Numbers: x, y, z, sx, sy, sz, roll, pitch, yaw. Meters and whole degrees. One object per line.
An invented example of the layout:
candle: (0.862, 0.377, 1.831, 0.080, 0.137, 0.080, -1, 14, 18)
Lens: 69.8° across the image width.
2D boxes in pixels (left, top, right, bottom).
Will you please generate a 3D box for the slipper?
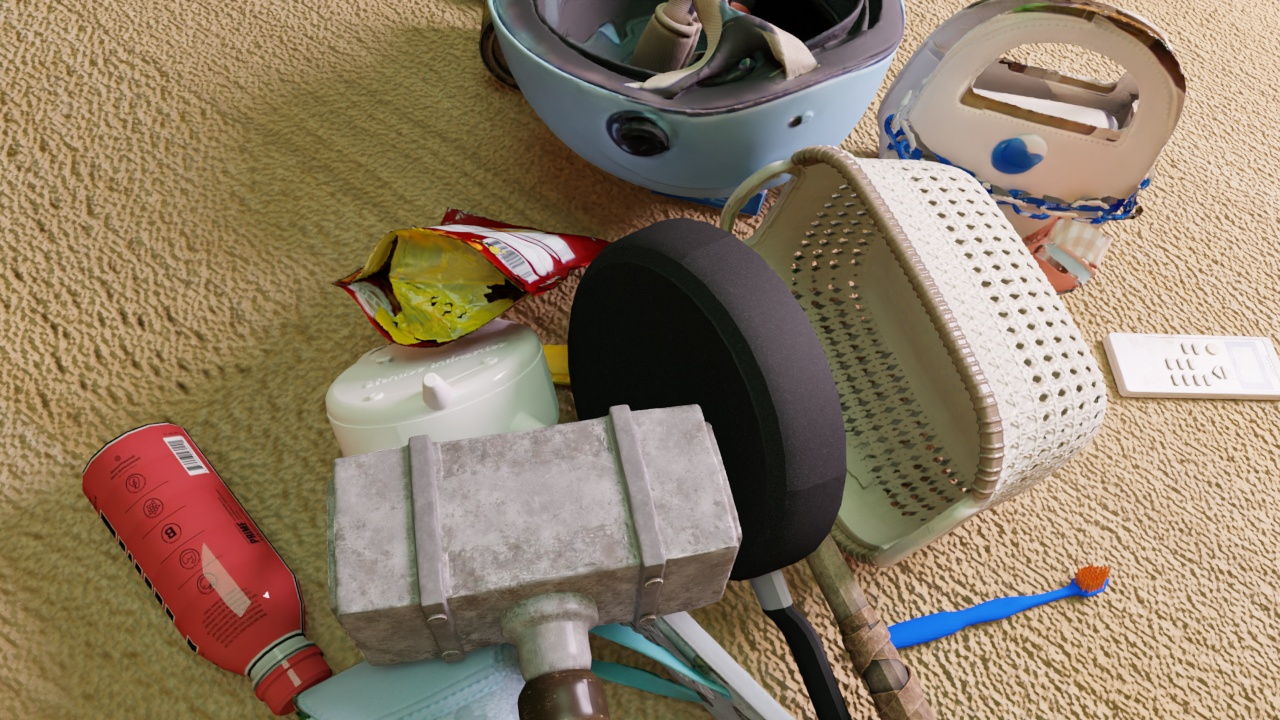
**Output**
slipper: (-0.006, 0.152, 0.498, 0.269, 0.098, 0.054, 39, 62, 12)

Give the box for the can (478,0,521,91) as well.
can: (-0.080, -0.268, 0.724, 0.090, 0.090, 0.074, 3, 61, -7)

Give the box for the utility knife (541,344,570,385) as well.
utility knife: (-0.004, 0.004, 0.628, 0.151, 0.017, 0.030, 0, 66, -7)

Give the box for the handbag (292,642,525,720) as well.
handbag: (-0.082, 0.222, 0.439, 0.121, 0.119, 0.192, -23, 59, -29)

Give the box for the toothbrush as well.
toothbrush: (0.217, 0.155, 0.574, 0.182, 0.018, 0.016, -10, 39, -14)

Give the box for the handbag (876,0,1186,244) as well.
handbag: (0.277, -0.166, 0.659, 0.200, 0.200, 0.092, 11, 64, 1)

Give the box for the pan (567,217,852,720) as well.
pan: (0.053, 0.096, 0.505, 0.044, 0.205, 0.355, -20, 87, -31)

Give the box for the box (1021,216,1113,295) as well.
box: (0.279, -0.072, 0.619, 0.056, 0.186, 0.059, -19, 88, 13)

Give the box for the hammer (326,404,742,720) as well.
hammer: (-0.026, 0.175, 0.362, 0.177, 0.080, 0.325, -8, 57, -9)

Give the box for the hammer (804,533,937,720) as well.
hammer: (0.108, 0.119, 0.523, 0.048, 0.122, 0.318, -19, 67, -18)

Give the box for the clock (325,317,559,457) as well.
clock: (-0.115, 0.017, 0.529, 0.125, 0.073, 0.161, -18, 21, -9)

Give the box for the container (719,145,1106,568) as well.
container: (0.160, -0.010, 0.570, 0.142, 0.185, 0.246, -10, 65, -25)

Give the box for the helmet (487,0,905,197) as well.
helmet: (0.030, -0.205, 0.620, 0.265, 0.167, 0.224, 9, 56, 0)

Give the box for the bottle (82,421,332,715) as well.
bottle: (-0.234, 0.116, 0.506, 0.062, 0.062, 0.176, -37, 72, -24)

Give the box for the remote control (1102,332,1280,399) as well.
remote control: (0.419, 0.004, 0.691, 0.135, 0.011, 0.050, 1, 61, -8)

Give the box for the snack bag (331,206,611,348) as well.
snack bag: (-0.092, -0.070, 0.579, 0.139, 0.067, 0.207, 6, 20, 7)

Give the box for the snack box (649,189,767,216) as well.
snack box: (0.064, -0.190, 0.734, 0.087, 0.034, 0.151, 12, 61, -1)
